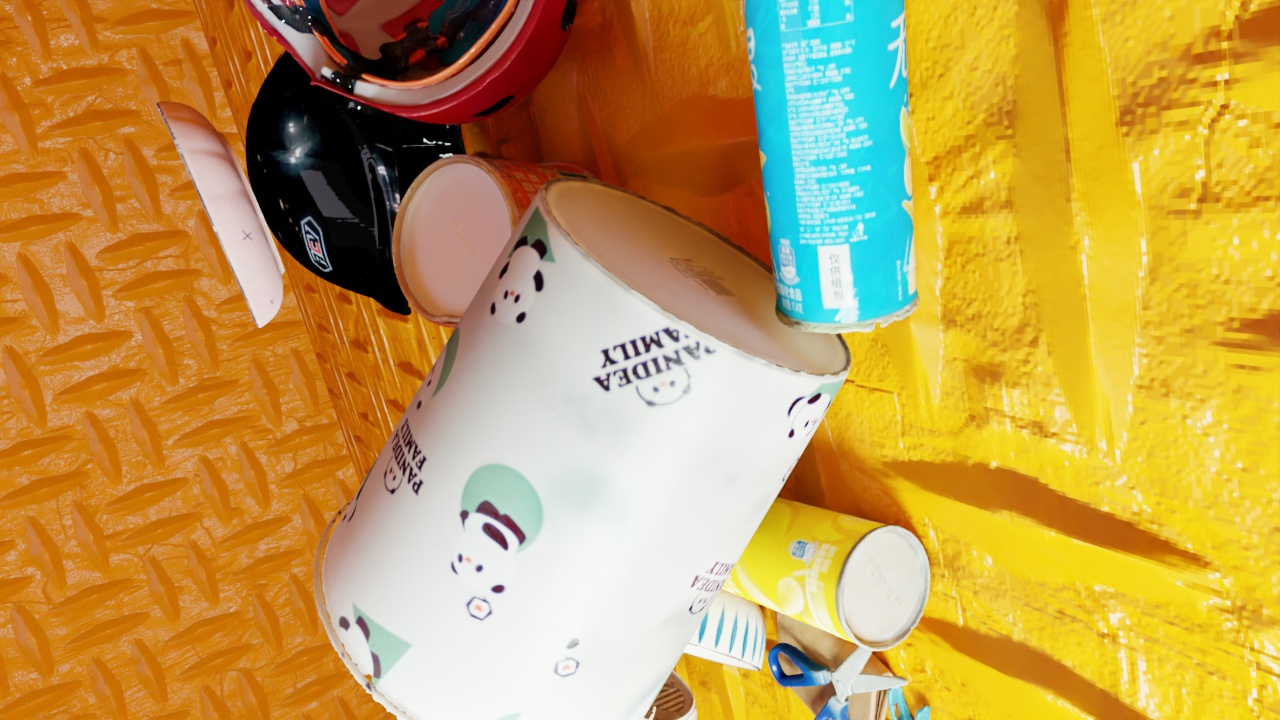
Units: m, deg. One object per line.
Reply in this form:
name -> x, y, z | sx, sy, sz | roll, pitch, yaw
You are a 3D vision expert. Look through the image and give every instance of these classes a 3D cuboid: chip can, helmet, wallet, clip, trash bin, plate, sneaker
chip can -> 0.080, 0.122, 0.589 | 0.214, 0.072, 0.072 | 5, 113, 59
helmet -> -0.131, -0.256, 0.626 | 0.240, 0.143, 0.207 | 43, 104, 17
wallet -> 0.131, 0.219, 0.639 | 0.101, 0.020, 0.115 | 42, 146, 46
chip can -> 0.084, -0.121, 0.407 | 0.071, 0.071, 0.210 | 28, 134, 55
clip -> 0.169, 0.231, 0.577 | 0.037, 0.013, 0.055 | 28, 132, 55
trash bin -> -0.029, 0.051, 0.516 | 0.229, 0.229, 0.252 | 48, 118, 37
helmet -> -0.225, -0.172, 0.800 | 0.234, 0.230, 0.274 | 100, 179, -48
plate -> -0.336, -0.122, 0.755 | 0.192, 0.039, 0.193 | 51, 156, 34
sneaker -> -0.022, 0.309, 0.909 | 0.241, 0.118, 0.088 | 37, 132, 54

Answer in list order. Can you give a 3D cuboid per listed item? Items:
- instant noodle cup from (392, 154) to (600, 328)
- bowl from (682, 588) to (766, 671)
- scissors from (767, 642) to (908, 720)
instant noodle cup -> -0.103, -0.083, 0.683 | 0.152, 0.111, 0.151 | 0, 90, 33
bowl -> 0.043, 0.191, 0.708 | 0.117, 0.116, 0.066 | -30, 40, 65
scissors -> 0.123, 0.206, 0.602 | 0.144, 0.012, 0.170 | 38, 144, 48
